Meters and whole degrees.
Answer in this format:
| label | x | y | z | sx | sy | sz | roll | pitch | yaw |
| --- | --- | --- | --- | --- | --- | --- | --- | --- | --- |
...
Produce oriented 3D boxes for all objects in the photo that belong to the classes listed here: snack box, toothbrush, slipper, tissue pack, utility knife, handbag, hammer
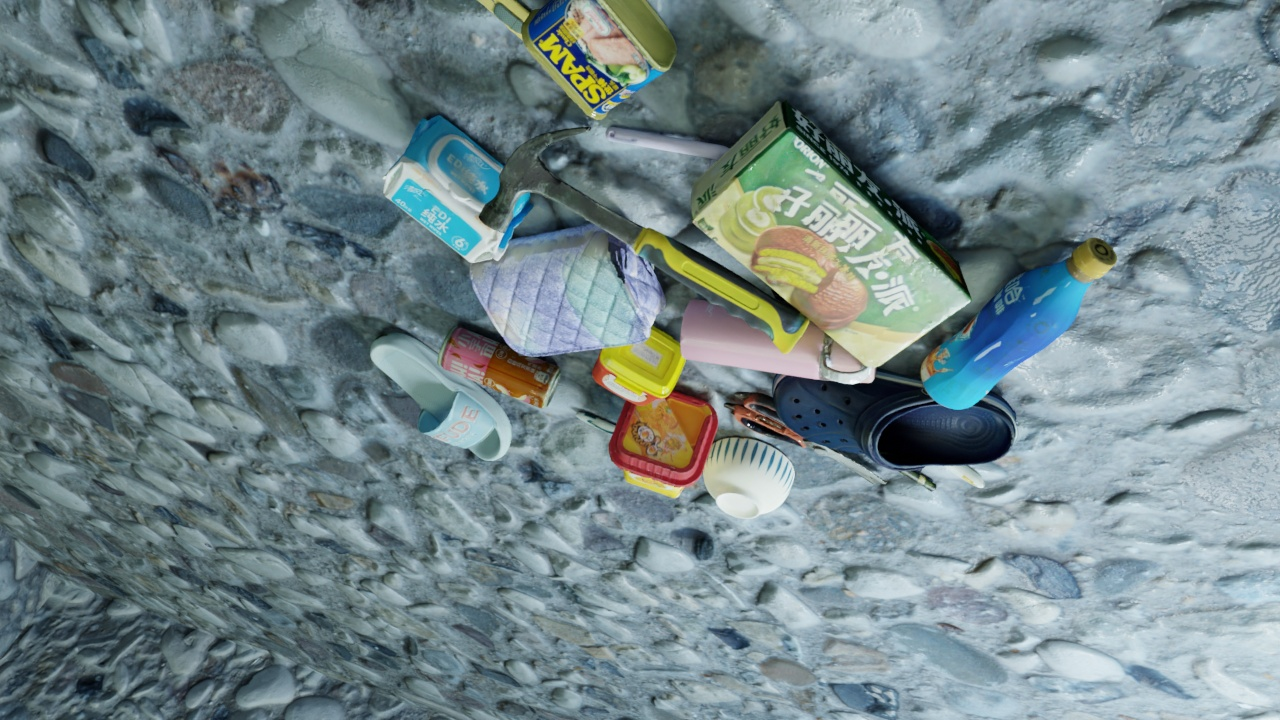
| label | x | y | z | sx | sy | sz | roll | pitch | yaw |
| --- | --- | --- | --- | --- | --- | --- | --- | --- | --- |
| snack box | 0.166 | -0.102 | 0.797 | 0.240 | 0.063 | 0.115 | 36 | 123 | -23 |
| toothbrush | 0.314 | 0.095 | 1.037 | 0.191 | 0.016 | 0.018 | 32 | 153 | -11 |
| snack box | -0.006 | 0.006 | 1.045 | 0.091 | 0.081 | 0.080 | 30 | 152 | -7 |
| toothbrush | 0.001 | 0.110 | 1.215 | 0.191 | 0.018 | 0.016 | 23 | 143 | 1 |
| toothbrush | 0.057 | -0.189 | 0.822 | 0.189 | 0.021 | 0.029 | 14 | 104 | 15 |
| slipper | 0.259 | 0.070 | 0.958 | 0.253 | 0.095 | 0.105 | 9 | 122 | 14 |
| slipper | -0.273 | 0.059 | 1.251 | 0.104 | 0.074 | 0.245 | -20 | 124 | 41 |
| toothbrush | 0.270 | 0.107 | 1.072 | 0.186 | 0.017 | 0.012 | 31 | 155 | -10 |
| tissue pack | -0.178 | -0.170 | 0.909 | 0.140 | 0.089 | 0.063 | 39 | 141 | -19 |
| utility knife | -0.115 | -0.299 | 0.785 | 0.198 | 0.020 | 0.031 | 41 | 134 | -16 |
| handbag | -0.078 | -0.078 | 0.983 | 0.194 | 0.075 | 0.134 | -6 | 130 | 31 |
| hammer | 0.017 | -0.108 | 0.868 | 0.323 | 0.032 | 0.126 | 29 | 104 | -7 |

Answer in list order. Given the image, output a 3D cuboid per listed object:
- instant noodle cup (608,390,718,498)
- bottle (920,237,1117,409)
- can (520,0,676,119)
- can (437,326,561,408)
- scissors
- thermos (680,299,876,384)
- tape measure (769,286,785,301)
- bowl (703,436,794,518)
| label | x | y | z | sx | sy | sz | roll | pitch | yaw |
| --- | --- | --- | --- | --- | --- | --- | --- | --- | --- |
| instant noodle cup | 0.026 | 0.107 | 1.132 | 0.116 | 0.116 | 0.124 | 18 | 154 | 7 |
| bottle | 0.338 | -0.031 | 0.827 | 0.065 | 0.065 | 0.219 | 27 | 143 | -5 |
| can | -0.032 | -0.261 | 0.749 | 0.083 | 0.057 | 0.102 | -22 | 124 | 41 |
| can | -0.176 | 0.009 | 1.151 | 0.147 | 0.057 | 0.058 | 22 | 143 | 1 |
| scissors | 0.195 | 0.097 | 1.092 | 0.197 | 0.015 | 0.205 | 10 | 154 | 30 |
| thermos | 0.140 | -0.014 | 0.936 | 0.199 | 0.087 | 0.067 | 11 | 123 | 18 |
| tape measure | 0.151 | -0.091 | 0.880 | 0.066 | 0.033 | 0.066 | -9 | 133 | 33 |
| bowl | 0.132 | 0.158 | 1.165 | 0.116 | 0.066 | 0.117 | 15 | 143 | 11 |
